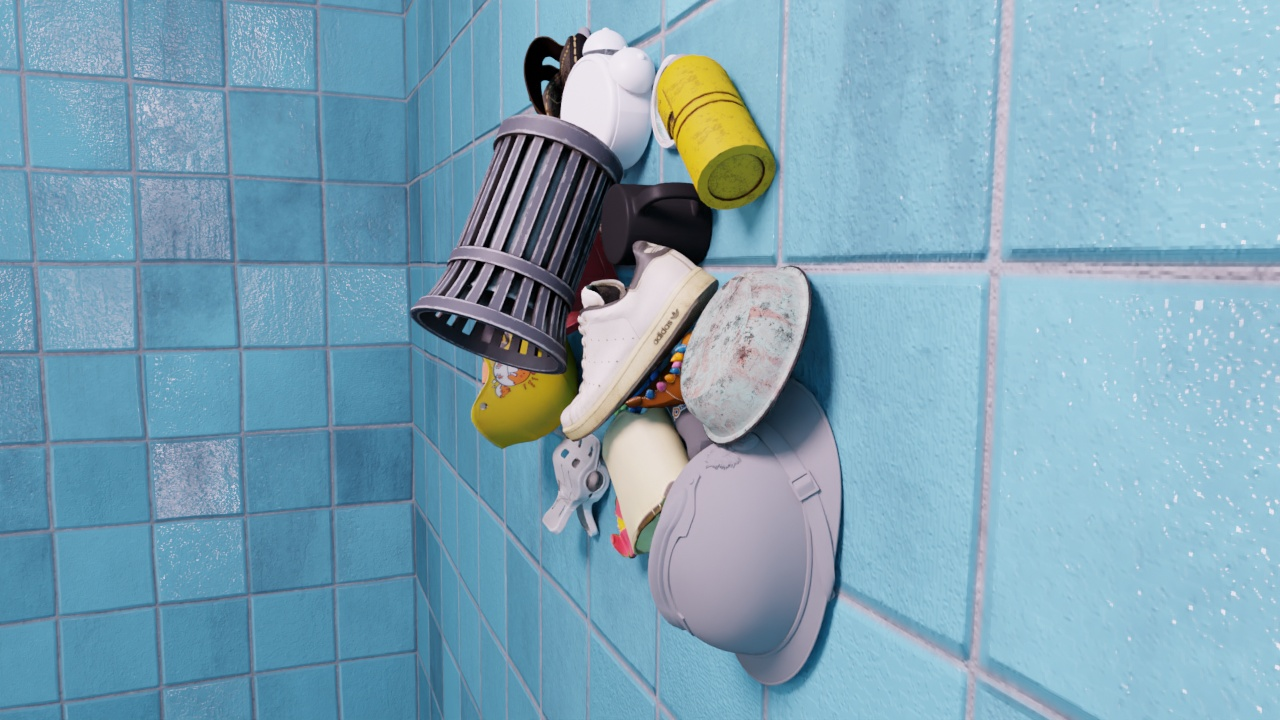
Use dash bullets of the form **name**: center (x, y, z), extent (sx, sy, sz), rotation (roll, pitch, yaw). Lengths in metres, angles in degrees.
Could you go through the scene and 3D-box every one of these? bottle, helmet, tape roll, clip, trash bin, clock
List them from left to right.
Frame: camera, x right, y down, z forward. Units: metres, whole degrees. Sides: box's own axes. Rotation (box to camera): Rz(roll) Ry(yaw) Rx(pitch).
- **helmet**: center (-0.158, 0.000, 1.274), extent (0.209, 0.139, 0.240), rotation (99, 166, -80)
- **trash bin**: center (-0.117, -0.122, 0.947), extent (0.164, 0.164, 0.227), rotation (-18, 51, 68)
- **clip**: center (-0.084, 0.161, 1.228), extent (0.125, 0.072, 0.143), rotation (-155, 72, -69)
- **clock**: center (-0.032, -0.282, 1.042), extent (0.125, 0.072, 0.161), rotation (51, 134, 44)
- **tape roll**: center (0.034, -0.265, 0.942), extent (0.093, 0.013, 0.093), rotation (178, 90, -69)
- **bottle**: center (0.050, 0.055, 0.899), extent (0.109, 0.036, 0.036), rotation (-113, 30, -42)
- **bottle**: center (0.057, -0.214, 0.810), extent (0.071, 0.071, 0.163), rotation (112, 148, -46)
- **helmet**: center (0.065, 0.147, 0.760), extent (0.183, 0.117, 0.271), rotation (-137, 51, -61)

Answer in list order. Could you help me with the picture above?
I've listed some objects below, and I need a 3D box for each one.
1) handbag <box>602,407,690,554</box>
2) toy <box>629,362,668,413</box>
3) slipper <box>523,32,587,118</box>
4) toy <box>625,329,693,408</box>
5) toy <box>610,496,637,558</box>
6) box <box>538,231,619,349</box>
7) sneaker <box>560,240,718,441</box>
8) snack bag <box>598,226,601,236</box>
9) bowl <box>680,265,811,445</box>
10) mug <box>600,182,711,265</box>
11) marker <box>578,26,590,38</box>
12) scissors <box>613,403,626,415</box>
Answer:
- **handbag**: center (0.016, 0.118, 0.913), extent (0.111, 0.081, 0.119), rotation (98, 156, -53)
- **toy**: center (-0.006, 0.006, 0.999), extent (0.112, 0.071, 0.177), rotation (-121, 25, -55)
- **slipper**: center (-0.113, -0.352, 1.193), extent (0.268, 0.075, 0.113), rotation (-176, 81, -77)
- **toy**: center (0.033, 0.010, 0.852), extent (0.070, 0.103, 0.090), rotation (60, 162, 25)
- **toy**: center (-0.006, 0.182, 1.048), extent (0.104, 0.046, 0.084), rotation (123, 153, -48)
- **box**: center (-0.118, -0.122, 1.112), extent (0.157, 0.154, 0.168), rotation (67, -169, 16)
- **sneaker**: center (-0.029, -0.019, 0.890), extent (0.102, 0.088, 0.242), rotation (42, 124, 4)
- **snack bag**: center (-0.049, -0.164, 1.151), extent (0.099, 0.020, 0.026), rotation (-141, 51, -62)
- **bowl**: center (0.076, -0.012, 0.741), extent (0.158, 0.038, 0.157), rotation (-56, 20, 32)
- **mug**: center (0.020, -0.139, 0.888), extent (0.114, 0.088, 0.078), rotation (136, 129, -62)
- **marker**: center (-0.061, -0.370, 1.168), extent (0.016, 0.016, 0.140), rotation (124, 139, -56)
- **scissors**: center (-0.025, 0.067, 1.128), extent (0.174, 0.022, 0.171), rotation (35, 122, 57)
